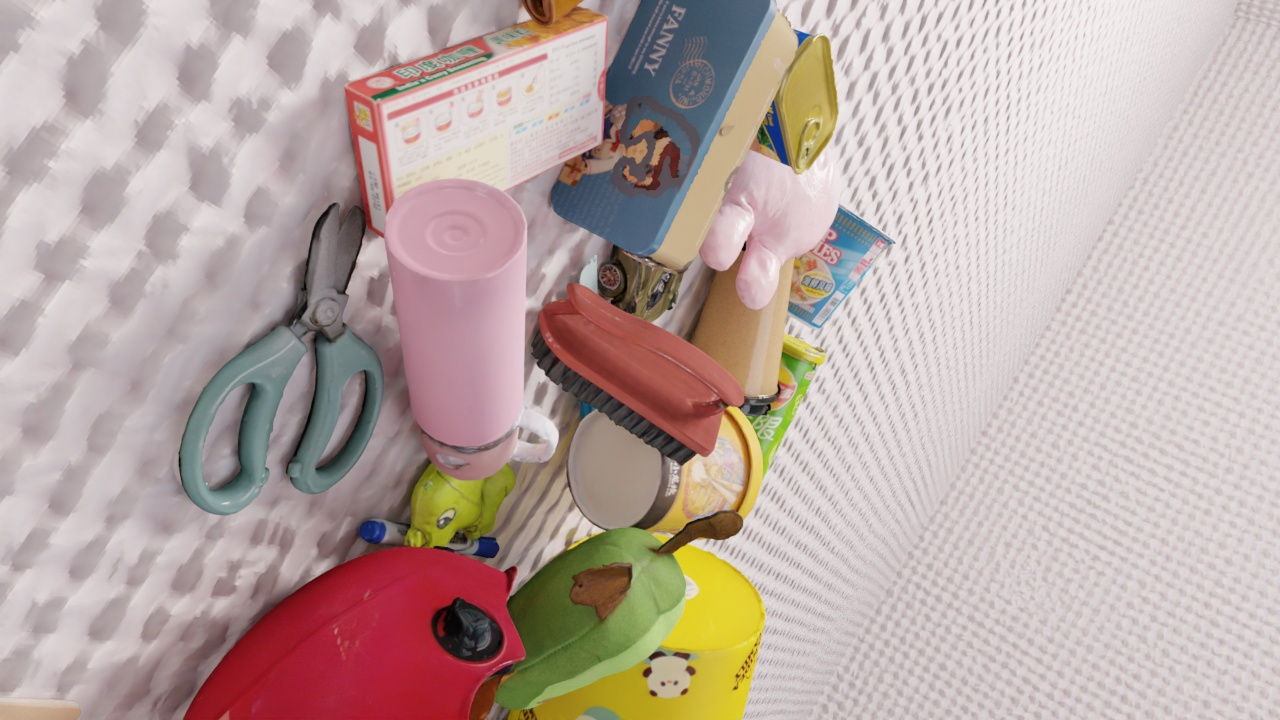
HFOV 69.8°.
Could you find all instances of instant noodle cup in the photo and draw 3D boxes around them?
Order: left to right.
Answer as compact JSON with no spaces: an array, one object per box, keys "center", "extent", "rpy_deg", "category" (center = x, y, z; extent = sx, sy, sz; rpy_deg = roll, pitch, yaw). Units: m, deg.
[{"center":[0.014,0.082,0.707],"extent":[0.114,0.118,0.118],"rpy_deg":[6,111,-50],"category":"instant noodle cup"},{"center":[0.168,-0.090,0.860],"extent":[0.110,0.099,0.099],"rpy_deg":[-58,153,12],"category":"instant noodle cup"}]

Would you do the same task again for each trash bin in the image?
[{"center":[-0.011,0.309,0.825],"extent":[0.229,0.230,0.256],"rpy_deg":[-12,121,-55],"category":"trash bin"}]

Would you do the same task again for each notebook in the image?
[{"center":[-0.358,0.227,0.377],"extent":[0.207,0.008,0.148],"rpy_deg":[-55,153,-9],"category":"notebook"}]

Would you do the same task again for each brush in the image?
[{"center":[-0.004,0.004,0.615],"extent":[0.069,0.146,0.063],"rpy_deg":[-47,-165,39],"category":"brush"}]

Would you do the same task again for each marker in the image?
[{"center":[-0.141,0.123,0.628],"extent":[0.017,0.017,0.145],"rpy_deg":[-59,153,-1],"category":"marker"}]

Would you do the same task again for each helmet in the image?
[{"center":[-0.167,0.195,0.506],"extent":[0.208,0.144,0.239],"rpy_deg":[-49,-161,35],"category":"helmet"}]

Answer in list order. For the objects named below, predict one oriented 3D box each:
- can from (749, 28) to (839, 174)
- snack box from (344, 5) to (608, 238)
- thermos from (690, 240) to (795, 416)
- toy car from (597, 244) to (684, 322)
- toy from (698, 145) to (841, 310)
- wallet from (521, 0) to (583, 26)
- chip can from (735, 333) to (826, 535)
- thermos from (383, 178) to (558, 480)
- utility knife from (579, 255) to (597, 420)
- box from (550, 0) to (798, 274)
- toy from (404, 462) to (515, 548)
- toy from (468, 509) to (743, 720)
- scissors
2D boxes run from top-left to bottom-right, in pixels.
[{"center":[0.082,-0.185,0.624],"extent":[0.057,0.083,0.102],"rpy_deg":[-54,152,-11],"category":"can"},{"center":[-0.077,-0.126,0.477],"extent":[0.155,0.027,0.077],"rpy_deg":[-36,145,-37],"category":"snack box"},{"center":[0.087,-0.027,0.792],"extent":[0.092,0.093,0.143],"rpy_deg":[-14,121,-54],"category":"thermos"},{"center":[0.015,-0.099,0.647],"extent":[0.070,0.042,0.158],"rpy_deg":[-20,131,-52],"category":"toy car"},{"center":[0.099,-0.121,0.712],"extent":[0.121,0.054,0.159],"rpy_deg":[45,65,-28],"category":"toy"},{"center":[-0.014,-0.249,0.452],"extent":[0.130,0.035,0.119],"rpy_deg":[-46,150,-27],"category":"wallet"},{"center":[0.112,0.076,0.945],"extent":[0.072,0.072,0.221],"rpy_deg":[3,114,-60],"category":"chip can"},{"center":[-0.086,-0.001,0.496],"extent":[0.199,0.087,0.067],"rpy_deg":[99,6,-53],"category":"thermos"},{"center":[-0.033,0.008,0.691],"extent":[0.034,0.018,0.218],"rpy_deg":[-38,147,-31],"category":"utility knife"},{"center":[0.024,-0.151,0.558],"extent":[0.061,0.090,0.184],"rpy_deg":[9,106,-60],"category":"box"},{"center":[-0.119,0.088,0.611],"extent":[0.096,0.031,0.100],"rpy_deg":[-66,156,-19],"category":"toy"},{"center":[-0.040,0.176,0.629],"extent":[0.226,0.090,0.248],"rpy_deg":[-24,166,-47],"category":"toy"},{"center":[-0.161,-0.001,0.473],"extent":[0.143,0.019,0.180],"rpy_deg":[12,105,-61],"category":"scissors"}]
